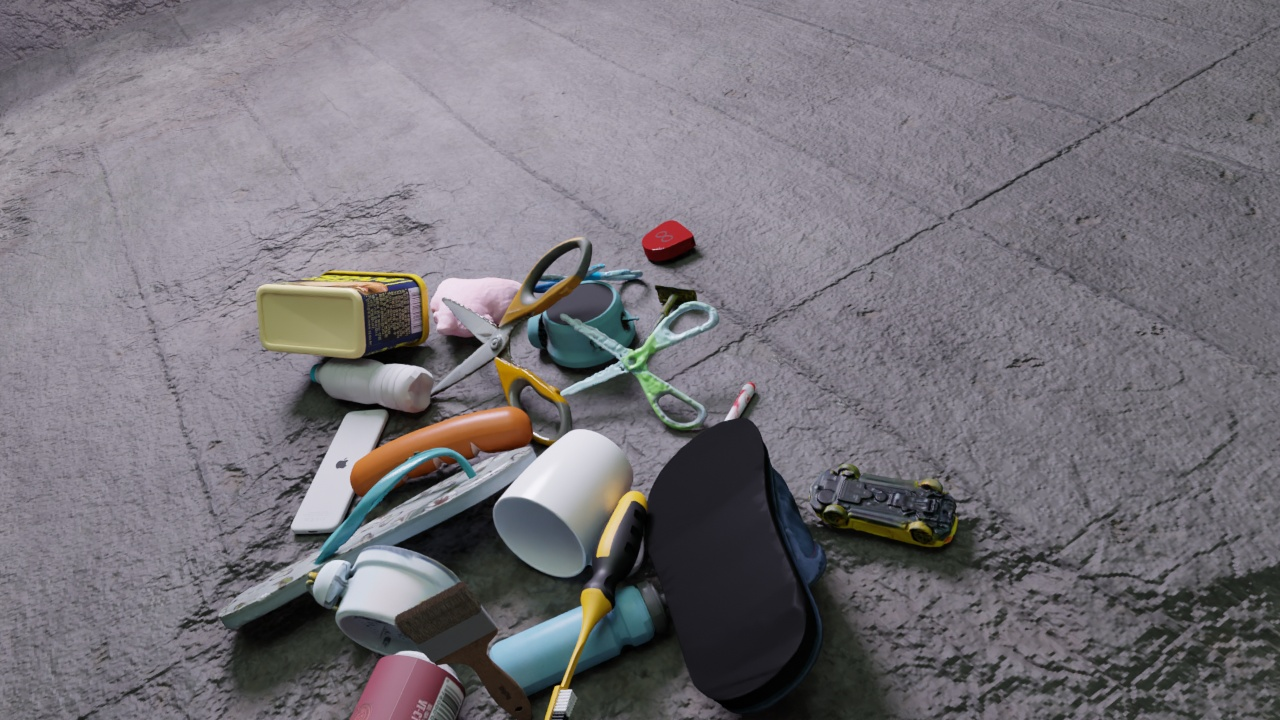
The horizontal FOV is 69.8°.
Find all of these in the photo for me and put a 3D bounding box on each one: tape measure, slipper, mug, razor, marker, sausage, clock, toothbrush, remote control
[{"bbox_3d":[0.027,-0.129,1.000,0.051,0.019,0.059,-26,34,-10],"label":"tape measure"},{"bbox_3d":[-0.212,0.122,0.731,0.268,0.055,0.098,-29,6,-7],"label":"slipper"},{"bbox_3d":[0.073,0.142,0.628,0.109,0.083,0.265,-36,25,12],"label":"slipper"},{"bbox_3d":[-0.041,0.115,0.701,0.114,0.081,0.087,34,47,6],"label":"mug"},{"bbox_3d":[0.015,-0.033,0.890,0.042,0.026,0.105,12,51,26],"label":"razor"},{"bbox_3d":[0.066,0.067,0.764,0.013,0.013,0.141,11,46,28],"label":"marker"},{"bbox_3d":[-0.174,0.077,0.794,0.164,0.044,0.039,-19,-1,1],"label":"sausage"},{"bbox_3d":[-0.062,-0.040,0.897,0.124,0.053,0.089,24,53,41],"label":"clock"},{"bbox_3d":[-0.028,0.157,0.609,0.031,0.031,0.196,-11,31,25],"label":"toothbrush"},{"bbox_3d":[-0.270,0.098,0.834,0.045,0.008,0.146,-5,40,12],"label":"remote control"},{"bbox_3d":[-0.187,0.174,0.664,0.118,0.083,0.056,3,49,18],"label":"clock"}]

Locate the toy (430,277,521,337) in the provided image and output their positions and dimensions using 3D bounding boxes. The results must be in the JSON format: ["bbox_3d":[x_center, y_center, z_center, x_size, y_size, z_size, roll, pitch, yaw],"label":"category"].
[{"bbox_3d":[-0.173,-0.055,0.950,0.102,0.050,0.093,-1,38,12],"label":"toy"}]

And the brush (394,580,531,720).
[{"bbox_3d":[-0.097,0.188,0.569,0.045,0.143,0.008,-28,39,-3],"label":"brush"}]

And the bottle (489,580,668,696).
[{"bbox_3d":[-0.037,0.189,0.630,0.130,0.040,0.040,-22,40,-8],"label":"bottle"}]

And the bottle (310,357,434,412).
[{"bbox_3d":[-0.265,0.021,0.894,0.136,0.044,0.044,8,45,26],"label":"bottle"}]

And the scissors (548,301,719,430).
[{"bbox_3d":[-0.002,-0.003,0.816,0.171,0.024,0.166,36,94,19],"label":"scissors"}]

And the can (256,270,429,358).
[{"bbox_3d":[-0.301,-0.047,0.928,0.135,0.075,0.104,4,12,22],"label":"can"}]

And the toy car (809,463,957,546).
[{"bbox_3d":[0.175,0.106,0.669,0.107,0.030,0.049,11,47,24],"label":"toy car"}]

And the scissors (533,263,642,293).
[{"bbox_3d":[-0.065,-0.083,0.940,0.140,0.011,0.133,-9,-1,41],"label":"scissors"}]

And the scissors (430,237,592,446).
[{"bbox_3d":[-0.112,-0.022,0.850,0.225,0.016,0.230,41,99,33],"label":"scissors"}]

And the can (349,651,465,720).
[{"bbox_3d":[-0.159,0.248,0.581,0.063,0.063,0.113,1,42,18],"label":"can"}]
